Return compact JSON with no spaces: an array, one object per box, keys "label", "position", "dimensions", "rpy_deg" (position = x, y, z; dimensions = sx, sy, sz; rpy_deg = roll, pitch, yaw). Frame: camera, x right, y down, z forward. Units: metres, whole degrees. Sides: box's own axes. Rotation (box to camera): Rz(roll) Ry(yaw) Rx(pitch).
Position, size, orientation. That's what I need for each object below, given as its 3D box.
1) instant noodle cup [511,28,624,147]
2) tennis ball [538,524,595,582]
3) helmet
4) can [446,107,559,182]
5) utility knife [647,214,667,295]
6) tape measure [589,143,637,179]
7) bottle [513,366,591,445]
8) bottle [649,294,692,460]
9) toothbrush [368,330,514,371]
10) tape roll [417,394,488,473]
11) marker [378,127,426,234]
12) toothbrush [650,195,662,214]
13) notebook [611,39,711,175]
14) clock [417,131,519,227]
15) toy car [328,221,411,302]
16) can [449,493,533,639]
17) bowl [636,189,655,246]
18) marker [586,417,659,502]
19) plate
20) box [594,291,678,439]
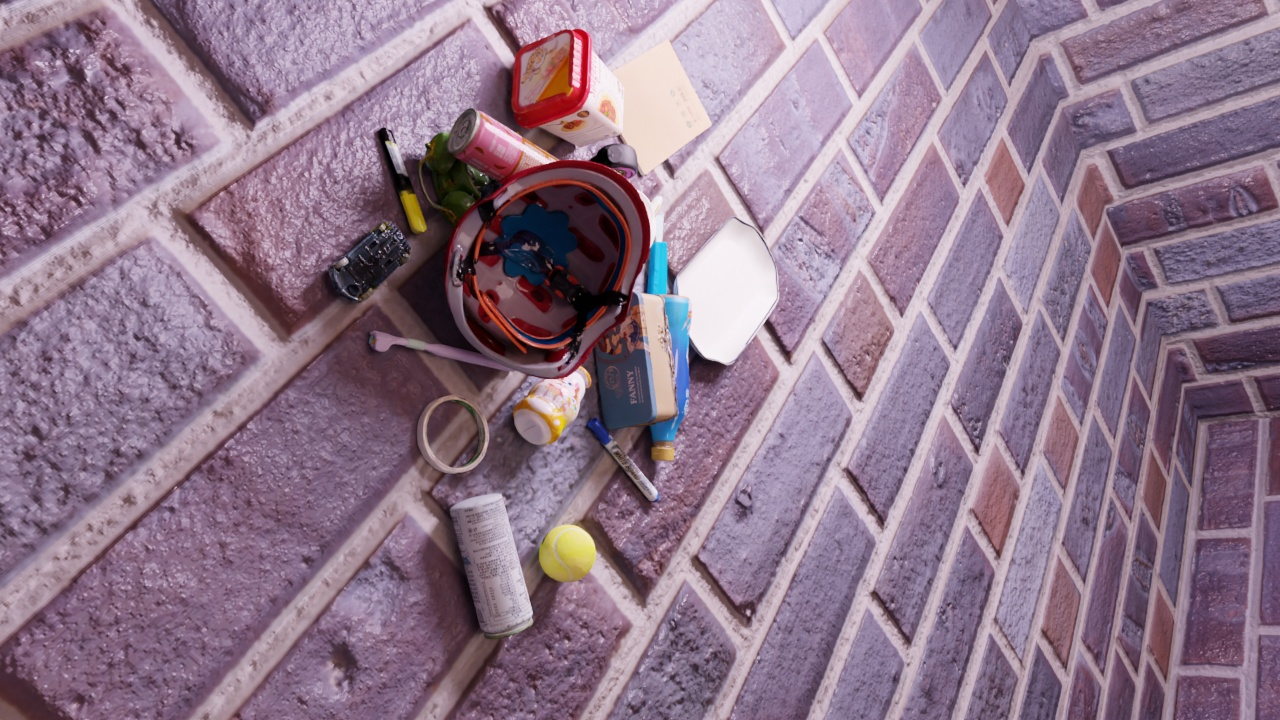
[{"label":"instant noodle cup","position":[-0.086,-0.340,1.172],"dimensions":[0.124,0.117,0.116],"rpy_deg":[22,64,-53]},{"label":"tennis ball","position":[-0.084,0.223,1.058],"dimensions":[0.065,0.066,0.065],"rpy_deg":[13,71,-43]},{"label":"helmet","position":[-0.110,-0.116,1.014],"dimensions":[0.207,0.144,0.240],"rpy_deg":[37,95,-28]},{"label":"can","position":[-0.142,-0.223,1.034],"dimensions":[0.147,0.058,0.057],"rpy_deg":[26,62,-38]},{"label":"utility knife","position":[0.024,-0.120,1.286],"dimensions":[0.034,0.018,0.187],"rpy_deg":[16,71,-40]},{"label":"tape measure","position":[-0.033,-0.270,1.240],"dimensions":[0.057,0.057,0.039],"rpy_deg":[6,75,-36]},{"label":"bottle","position":[-0.101,0.049,1.086],"dimensions":[0.063,0.063,0.108],"rpy_deg":[58,46,-18]},{"label":"bottle","position":[0.033,0.024,1.220],"dimensions":[0.065,0.065,0.218],"rpy_deg":[5,86,-45]},{"label":"toothbrush","position":[-0.213,-0.006,1.019],"dimensions":[0.189,0.021,0.029],"rpy_deg":[13,38,-44]},{"label":"tape roll","position":[-0.205,0.081,1.008],"dimensions":[0.085,0.014,0.085],"rpy_deg":[14,70,-43]},{"label":"marker","position":[-0.265,-0.200,1.018],"dimensions":[0.018,0.015,0.124],"rpy_deg":[-21,92,-47]},{"label":"toothbrush","position":[-0.008,-0.171,1.267],"dimensions":[0.016,0.018,0.190],"rpy_deg":[52,49,-25]},{"label":"notebook","position":[0.022,-0.378,1.358],"dimensions":[0.207,0.008,0.148],"rpy_deg":[-45,112,-42]},{"label":"clock","position":[-0.191,-0.210,1.065],"dimensions":[0.160,0.056,0.116],"rpy_deg":[-23,95,-46]},{"label":"toy car","position":[-0.284,-0.102,0.960],"dimensions":[0.049,0.031,0.105],"rpy_deg":[53,47,-21]},{"label":"can","position":[-0.160,0.220,0.987],"dimensions":[0.058,0.058,0.146],"rpy_deg":[-16,91,-46]},{"label":"bowl","position":[-0.025,-0.186,1.206],"dimensions":[0.116,0.066,0.116],"rpy_deg":[16,62,-33]},{"label":"marker","position":[-0.020,0.130,1.181],"dimensions":[0.146,0.017,0.016],"rpy_deg":[53,48,-23]},{"label":"plate","position":[0.125,-0.104,1.374],"dimensions":[0.162,0.034,0.264],"rpy_deg":[57,47,-20]},{"label":"box","position":[-0.007,0.007,1.174],"dimensions":[0.061,0.090,0.184],"rpy_deg":[6,72,-49]}]
